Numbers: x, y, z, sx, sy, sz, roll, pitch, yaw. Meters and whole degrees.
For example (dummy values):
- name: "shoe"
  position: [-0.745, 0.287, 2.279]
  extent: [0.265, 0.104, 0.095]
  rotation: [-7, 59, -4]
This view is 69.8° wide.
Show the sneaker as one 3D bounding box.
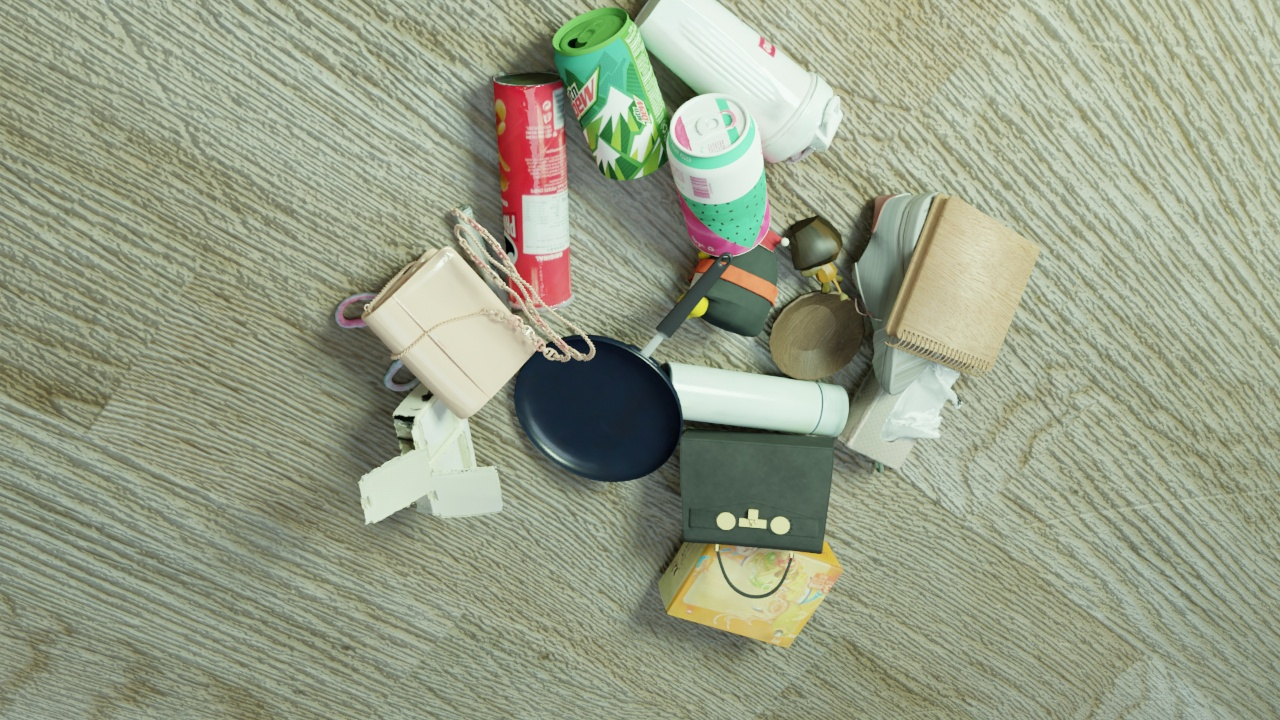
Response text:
- name: "sneaker"
  position: [0.285, -0.080, 1.045]
  extent: [0.099, 0.089, 0.236]
  rotation: [-13, 116, -37]

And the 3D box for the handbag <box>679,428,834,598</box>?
- name: "handbag"
  position: [0.136, 0.189, 1.098]
  extent: [0.176, 0.072, 0.196]
  rotation: [3, 96, 10]

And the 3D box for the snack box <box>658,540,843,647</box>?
- name: "snack box"
  position: [0.143, 0.280, 1.215]
  extent: [0.195, 0.080, 0.145]
  rotation: [21, 111, -21]

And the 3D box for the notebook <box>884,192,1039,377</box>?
- name: "notebook"
  position: [0.364, -0.076, 1.033]
  extent: [0.210, 0.022, 0.169]
  rotation: [14, 98, -41]

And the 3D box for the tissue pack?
- name: "tissue pack"
  position: [0.328, 0.043, 1.120]
  extent: [0.104, 0.071, 0.181]
  rotation: [26, 98, -22]

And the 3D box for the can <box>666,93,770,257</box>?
- name: "can"
  position: [0.079, -0.179, 0.909]
  extent: [0.088, 0.088, 0.166]
  rotation: [-22, 151, 1]

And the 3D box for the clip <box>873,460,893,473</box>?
- name: "clip"
  position: [0.315, 0.112, 1.193]
  extent: [0.047, 0.023, 0.076]
  rotation: [-14, 118, -2]

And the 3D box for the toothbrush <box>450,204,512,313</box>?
- name: "toothbrush"
  position: [-0.157, -0.082, 0.993]
  extent: [0.024, 0.022, 0.186]
  rotation: [-14, 120, 15]

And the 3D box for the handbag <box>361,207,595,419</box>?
- name: "handbag"
  position: [-0.175, -0.033, 0.906]
  extent: [0.116, 0.187, 0.199]
  rotation: [-50, 117, -21]

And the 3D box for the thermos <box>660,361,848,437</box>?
- name: "thermos"
  position: [0.133, 0.048, 1.096]
  extent: [0.230, 0.068, 0.068]
  rotation: [8, 116, -16]

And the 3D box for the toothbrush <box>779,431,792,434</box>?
- name: "toothbrush"
  position: [0.105, 0.068, 1.128]
  extent: [0.186, 0.017, 0.012]
  rotation: [12, 112, -17]

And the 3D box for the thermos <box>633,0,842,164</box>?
- name: "thermos"
  position: [0.097, -0.279, 0.896]
  extent: [0.220, 0.099, 0.099]
  rotation: [33, 107, -21]

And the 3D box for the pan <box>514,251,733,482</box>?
- name: "pan"
  position: [-0.006, 0.006, 1.008]
  extent: [0.198, 0.021, 0.358]
  rotation: [35, 125, -7]

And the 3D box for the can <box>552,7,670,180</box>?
- name: "can"
  position: [-0.024, -0.251, 0.875]
  extent: [0.083, 0.083, 0.144]
  rotation: [-24, 134, 2]

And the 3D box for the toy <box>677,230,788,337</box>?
- name: "toy"
  position: [0.105, -0.089, 1.004]
  extent: [0.099, 0.097, 0.119]
  rotation: [23, 89, -5]

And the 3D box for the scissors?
- name: "scissors"
  position: [-0.241, -0.030, 1.010]
  extent: [0.172, 0.014, 0.159]
  rotation: [-8, 118, -11]

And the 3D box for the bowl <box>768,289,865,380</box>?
- name: "bowl"
  position: [0.204, -0.034, 1.085]
  extent: [0.118, 0.030, 0.118]
  rotation: [-5, 119, -9]

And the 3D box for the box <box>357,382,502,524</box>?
- name: "box"
  position: [-0.211, 0.123, 0.980]
  extent: [0.101, 0.193, 0.144]
  rotation: [7, 126, 19]

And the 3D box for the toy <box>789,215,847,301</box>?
- name: "toy"
  position: [0.203, -0.112, 1.027]
  extent: [0.076, 0.063, 0.100]
  rotation: [-39, 108, -31]

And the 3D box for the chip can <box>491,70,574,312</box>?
- name: "chip can"
  position: [-0.107, -0.169, 0.927]
  extent: [0.073, 0.073, 0.233]
  rotation: [-5, 118, -9]
